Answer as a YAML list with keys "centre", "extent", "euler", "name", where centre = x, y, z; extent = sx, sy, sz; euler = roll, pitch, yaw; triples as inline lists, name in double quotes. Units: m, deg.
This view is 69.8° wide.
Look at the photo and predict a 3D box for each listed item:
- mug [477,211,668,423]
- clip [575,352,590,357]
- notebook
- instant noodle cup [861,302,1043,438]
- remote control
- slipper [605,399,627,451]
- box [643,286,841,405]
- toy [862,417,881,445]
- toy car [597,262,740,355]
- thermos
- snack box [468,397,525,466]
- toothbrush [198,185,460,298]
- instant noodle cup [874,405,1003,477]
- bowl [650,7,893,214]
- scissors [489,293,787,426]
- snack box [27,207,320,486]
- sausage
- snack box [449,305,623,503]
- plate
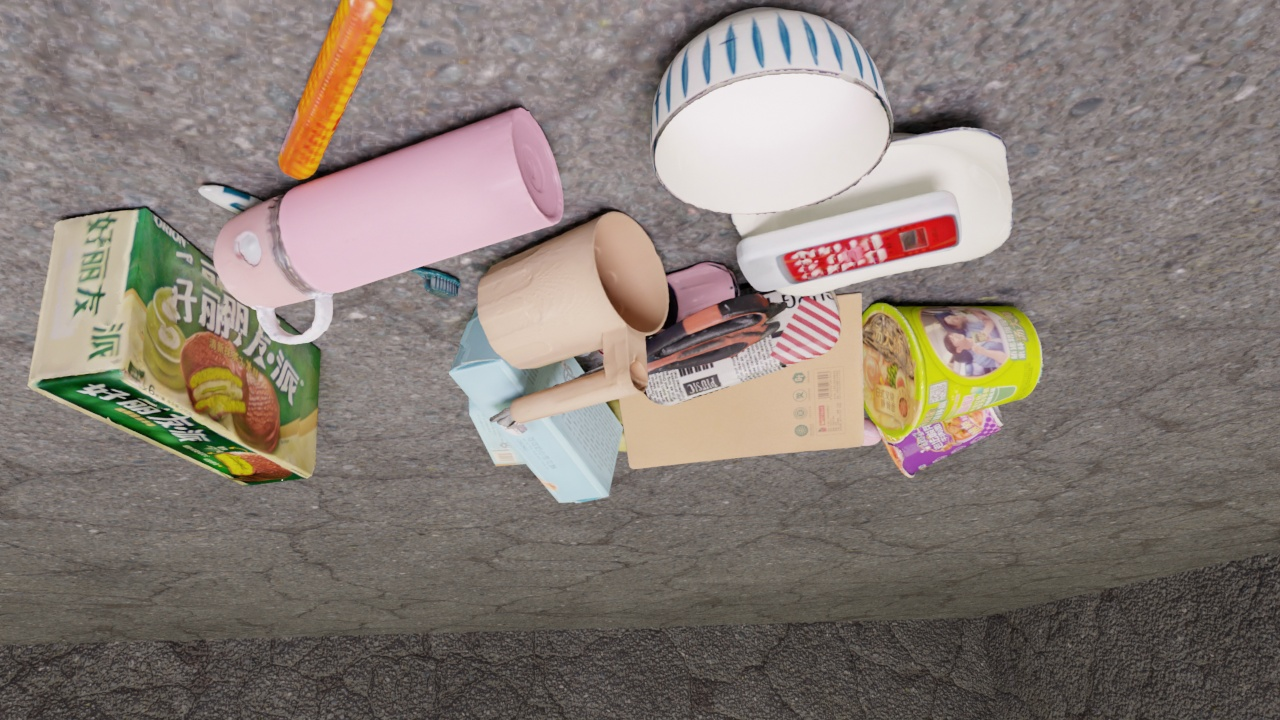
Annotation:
- centre: [-0.045, -0.025, 0.613]
  extent: [0.104, 0.124, 0.084]
  euler: [-17, 155, 32]
  name: "mug"
- centre: [-0.061, -0.019, 0.762]
  extent: [0.026, 0.038, 0.058]
  euler: [-18, 152, 25]
  name: "clip"
- centre: [0.084, 0.021, 0.778]
  extent: [0.208, 0.008, 0.148]
  euler: [-6, 118, 4]
  name: "notebook"
- centre: [0.258, 0.001, 0.762]
  extent: [0.123, 0.111, 0.112]
  euler: [-7, 158, -13]
  name: "instant noodle cup"
- centre: [0.130, -0.072, 0.574]
  extent: [0.136, 0.020, 0.056]
  euler: [-12, 158, 18]
  name: "remote control"
- centre: [0.031, 0.034, 0.840]
  extent: [0.190, 0.091, 0.082]
  euler: [5, 117, 2]
  name: "slipper"
- centre: [0.073, -0.012, 0.702]
  extent: [0.163, 0.087, 0.076]
  euler: [-17, 124, 16]
  name: "box"
- centre: [0.160, 0.061, 0.905]
  extent: [0.121, 0.054, 0.160]
  euler: [12, 174, -33]
  name: "toy"
- centre: [0.016, -0.037, 0.684]
  extent: [0.123, 0.056, 0.037]
  euler: [-17, 161, 26]
  name: "toy car"
- centre: [-0.143, -0.071, 0.521]
  extent: [0.199, 0.087, 0.067]
  euler: [-16, 178, 15]
  name: "thermos"
- centre: [-0.114, 0.053, 0.875]
  extent: [0.074, 0.051, 0.175]
  euler: [-5, 158, -2]
  name: "snack box"
- centre: [-0.195, -0.074, 0.603]
  extent: [0.016, 0.018, 0.191]
  euler: [-23, 151, 35]
  name: "toothbrush"
- centre: [0.278, 0.043, 0.864]
  extent: [0.099, 0.111, 0.111]
  euler: [-24, 151, 22]
  name: "instant noodle cup"
- centre: [0.061, -0.130, 0.456]
  extent: [0.116, 0.066, 0.117]
  euler: [-3, 157, -1]
  name: "bowl"
- centre: [-0.003, 0.008, 0.658]
  extent: [0.185, 0.015, 0.209]
  euler: [-2, 155, -40]
  name: "scissors"
- centre: [-0.309, 0.004, 0.644]
  extent: [0.063, 0.114, 0.240]
  euler: [-8, 157, 6]
  name: "snack box"
- centre: [-0.156, -0.136, 0.460]
  extent: [0.021, 0.021, 0.166]
  euler: [10, 154, -30]
  name: "sausage"
- centre: [-0.077, 0.034, 0.729]
  extent: [0.052, 0.074, 0.175]
  euler: [-12, 132, 25]
  name: "snack box"
- centre: [0.148, -0.099, 0.586]
  extent: [0.164, 0.034, 0.163]
  euler: [-12, 156, 19]
  name: "plate"
